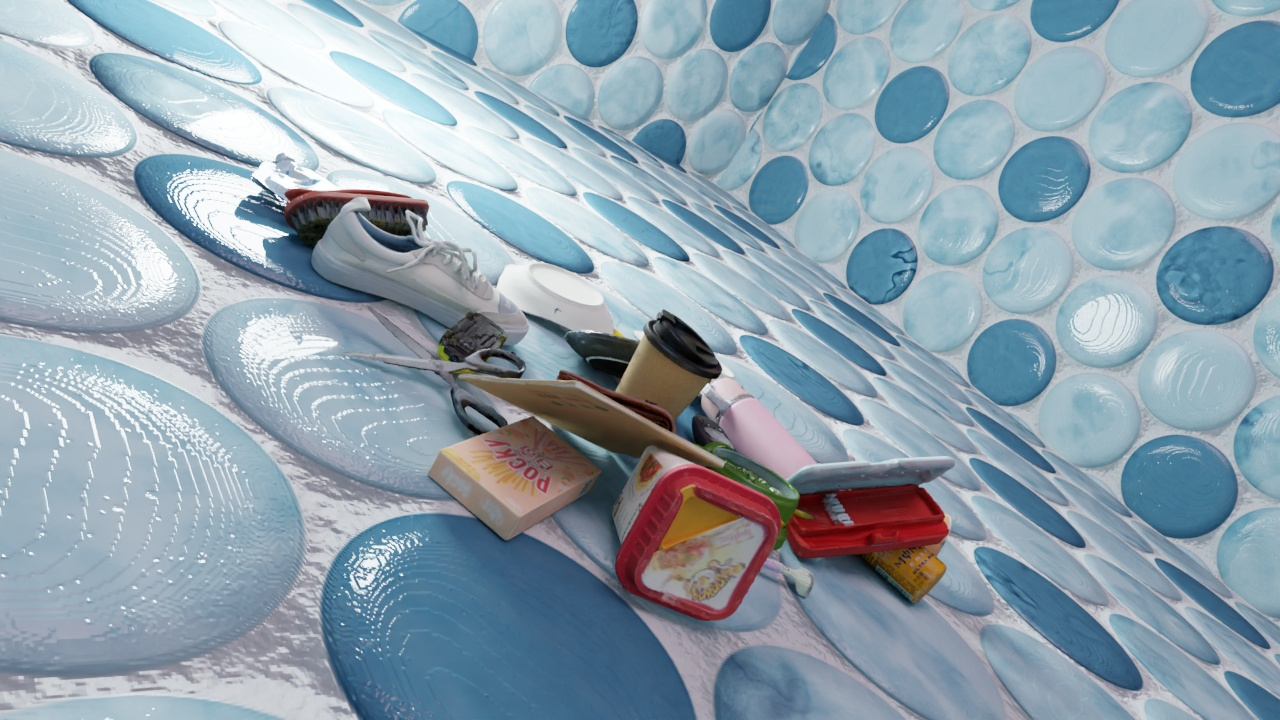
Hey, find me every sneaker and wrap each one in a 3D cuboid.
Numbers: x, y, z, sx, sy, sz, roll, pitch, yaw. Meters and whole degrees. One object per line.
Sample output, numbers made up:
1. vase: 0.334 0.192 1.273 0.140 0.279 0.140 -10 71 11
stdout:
1. sneaker: -0.213 -0.095 0.966 0.242 0.091 0.089 23 21 -32

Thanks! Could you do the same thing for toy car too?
1. toy car: -0.169 -0.016 0.918 0.048 0.032 0.105 35 25 -3

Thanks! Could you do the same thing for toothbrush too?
1. toothbrush: 0.085 0.180 0.872 0.189 0.020 0.029 26 51 -18

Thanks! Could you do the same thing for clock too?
1. clock: 0.091 0.129 0.937 0.161 0.056 0.116 32 10 25

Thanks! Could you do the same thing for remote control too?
1. remote control: 0.090 0.107 1.067 0.053 0.024 0.136 24 18 -23

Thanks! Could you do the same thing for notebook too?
1. notebook: -0.039 0.054 0.811 0.148 0.008 0.207 3 -20 42

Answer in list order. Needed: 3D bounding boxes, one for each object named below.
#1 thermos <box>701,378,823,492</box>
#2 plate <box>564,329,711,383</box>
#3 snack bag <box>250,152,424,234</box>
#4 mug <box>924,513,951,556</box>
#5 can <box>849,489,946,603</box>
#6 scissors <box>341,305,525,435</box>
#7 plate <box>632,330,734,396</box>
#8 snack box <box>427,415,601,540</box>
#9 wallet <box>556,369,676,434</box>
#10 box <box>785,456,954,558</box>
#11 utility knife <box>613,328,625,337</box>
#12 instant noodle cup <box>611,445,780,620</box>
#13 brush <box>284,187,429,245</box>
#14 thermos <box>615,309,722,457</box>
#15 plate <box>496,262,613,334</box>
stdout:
1. thermos: 0.141 0.094 1.112 0.087 0.067 0.198 36 11 -47
2. plate: -0.006 0.006 1.069 0.179 0.024 0.179 17 -11 3
3. snack bag: -0.339 -0.173 1.039 0.191 0.039 0.110 26 30 -20
4. mug: 0.311 0.197 1.141 0.123 0.078 0.078 29 17 3
5. can: 0.280 0.211 1.064 0.146 0.058 0.058 42 19 26
6. scissors: -0.179 0.005 0.837 0.181 0.014 0.159 47 37 16
7. plate: 0.078 0.004 1.279 0.163 0.034 0.164 41 11 26
8. snack box: -0.099 0.093 0.765 0.084 0.026 0.157 37 17 13
9. wallet: -0.028 0.054 0.883 0.124 0.032 0.101 21 -18 -2
10. box: 0.252 0.146 1.002 0.201 0.101 0.095 -1 42 -22
11. utility knife: -0.014 -0.017 1.232 0.223 0.015 0.033 38 14 15
12. instant noodle cup: 0.036 0.136 0.768 0.116 0.116 0.124 26 6 -21
13. brush: -0.303 -0.154 0.978 0.145 0.063 0.069 0 49 -31
14. thermos: 0.017 0.027 0.953 0.093 0.143 0.093 31 19 -12
15. plate: -0.104 -0.087 1.205 0.164 0.034 0.163 23 21 -12
